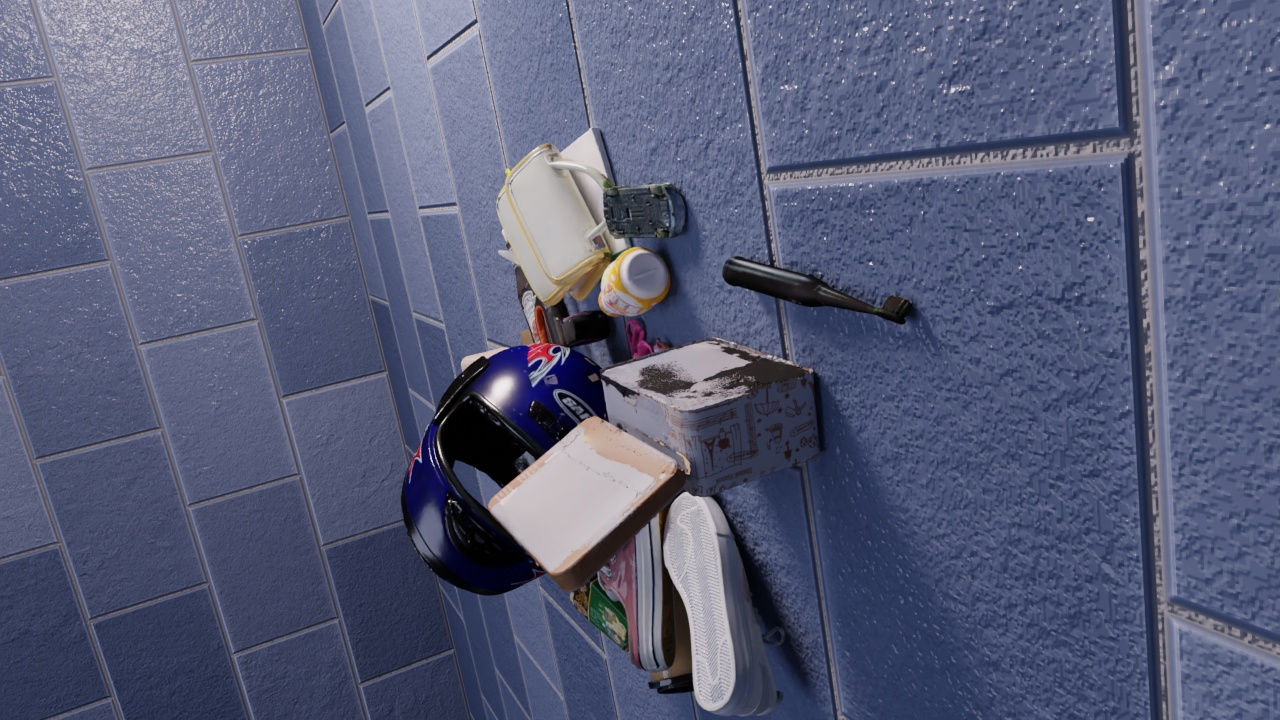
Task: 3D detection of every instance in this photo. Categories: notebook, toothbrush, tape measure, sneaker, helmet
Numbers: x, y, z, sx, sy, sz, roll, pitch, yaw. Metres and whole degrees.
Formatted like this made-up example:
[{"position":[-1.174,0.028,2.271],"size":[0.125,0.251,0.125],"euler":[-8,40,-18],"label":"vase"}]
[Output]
[{"position":[-0.083,-0.169,1.093],"size":[0.210,0.012,0.150],"euler":[-16,89,57],"label":"notebook"},{"position":[0.130,-0.055,0.709],"size":[0.026,0.027,0.213],"euler":[35,175,-30],"label":"toothbrush"},{"position":[-0.068,-0.041,1.125],"size":[0.058,0.057,0.039],"euler":[155,102,-69],"label":"tape measure"},{"position":[-0.009,0.223,1.027],"size":[0.118,0.088,0.240],"euler":[42,-135,-68],"label":"sneaker"},{"position":[-0.126,0.106,1.078],"size":[0.247,0.241,0.315],"euler":[41,-166,-8],"label":"helmet"},{"position":[0.091,0.243,0.937],"size":[0.090,0.090,0.241],"euler":[-43,41,33],"label":"sneaker"}]

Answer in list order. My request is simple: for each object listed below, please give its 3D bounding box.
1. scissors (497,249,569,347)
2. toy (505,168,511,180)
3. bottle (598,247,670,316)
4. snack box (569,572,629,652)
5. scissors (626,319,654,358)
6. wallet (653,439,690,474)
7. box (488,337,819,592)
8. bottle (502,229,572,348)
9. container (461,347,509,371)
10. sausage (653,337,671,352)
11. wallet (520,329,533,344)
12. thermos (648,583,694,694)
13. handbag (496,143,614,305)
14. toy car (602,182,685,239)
[{"position":[-0.124,-0.114,1.202],"size":[0.235,0.021,0.221],"euler":[4,103,52],"label":"scissors"},{"position":[-0.161,-0.210,1.258],"size":[0.100,0.031,0.097],"euler":[55,163,44],"label":"toy"},{"position":[-0.012,-0.077,0.969],"size":[0.109,0.063,0.063],"euler":[-32,74,67],"label":"bottle"},{"position":[-0.013,0.295,1.168],"size":[0.105,0.117,0.118],"euler":[45,148,29],"label":"snack box"},{"position":[-0.008,0.005,1.076],"size":[0.073,0.017,0.137],"euler":[62,158,26],"label":"scissors"},{"position":[0.035,0.083,1.017],"size":[0.115,0.024,0.087],"euler":[67,151,15],"label":"wallet"},{"position":[0.003,0.077,0.783],"size":[0.179,0.259,0.110],"euler":[24,128,62],"label":"box"},{"position":[-0.147,-0.100,1.284],"size":[0.080,0.044,0.194],"euler":[-38,69,59],"label":"bottle"},{"position":[-0.228,0.027,1.501],"size":[0.111,0.089,0.090],"euler":[-5,99,63],"label":"container"},{"position":[0.047,0.043,0.966],"size":[0.155,0.020,0.020],"euler":[67,156,16],"label":"sausage"},{"position":[-0.149,0.006,1.378],"size":[0.090,0.033,0.115],"euler":[170,89,-68],"label":"wallet"},{"position":[0.043,0.319,1.073],"size":[0.093,0.093,0.143],"euler":[128,131,-63],"label":"thermos"},{"position":[-0.091,-0.166,1.044],"size":[0.179,0.063,0.163],"euler":[-43,69,51],"label":"handbag"},{"position":[0.004,-0.150,0.922],"size":[0.121,0.036,0.054],"euler":[12,115,54],"label":"toy car"}]
